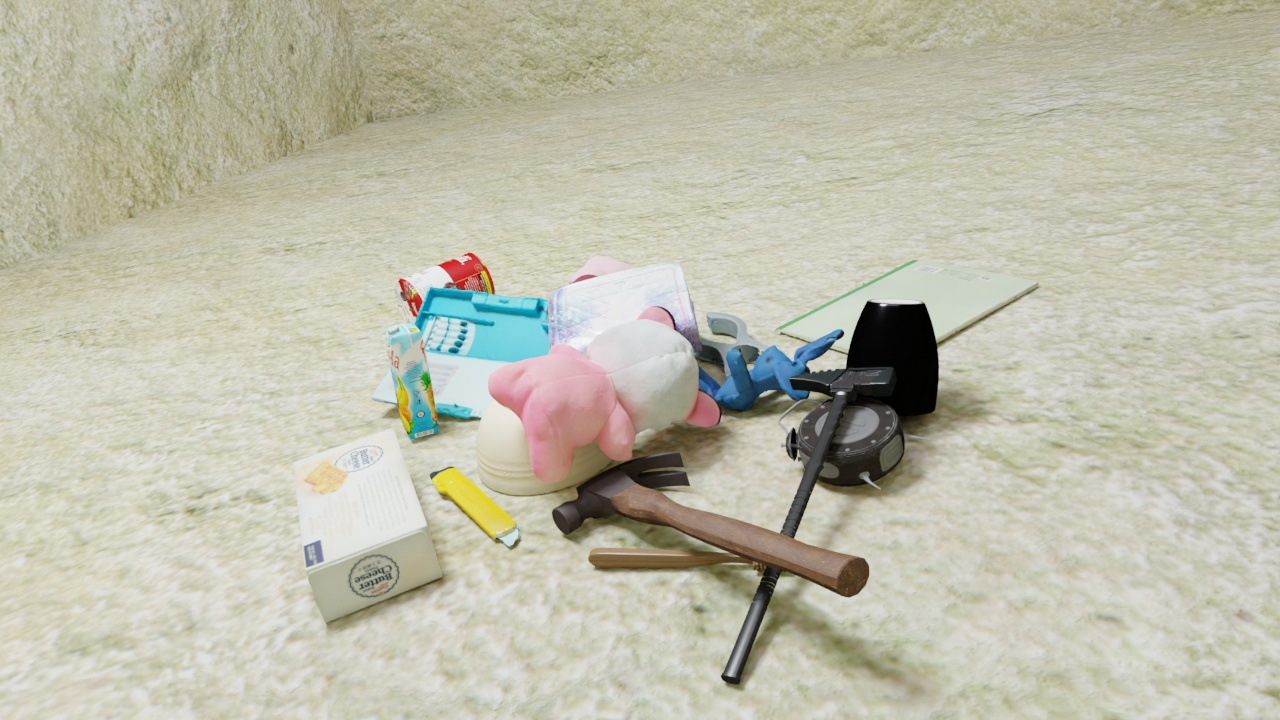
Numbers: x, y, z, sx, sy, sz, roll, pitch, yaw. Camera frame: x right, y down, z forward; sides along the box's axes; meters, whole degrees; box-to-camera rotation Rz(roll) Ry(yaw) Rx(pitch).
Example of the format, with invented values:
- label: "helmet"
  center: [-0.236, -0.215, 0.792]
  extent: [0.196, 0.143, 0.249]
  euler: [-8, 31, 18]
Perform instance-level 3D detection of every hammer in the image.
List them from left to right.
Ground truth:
- label: "hammer"
  center: [0.047, 0.125, 0.706]
  extent: [0.115, 0.033, 0.324]
  euler: [-26, 17, -28]
- label: "hammer"
  center: [0.119, 0.112, 0.723]
  extent: [0.095, 0.015, 0.323]
  euler: [-2, 37, 33]

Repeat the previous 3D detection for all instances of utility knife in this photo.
- label: "utility knife"
  center: [-0.157, 0.135, 0.864]
  extent: [0.030, 0.017, 0.163]
  euler: [-30, 30, -25]

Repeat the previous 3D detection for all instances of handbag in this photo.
- label: "handbag"
  center: [-0.018, -0.036, 0.992]
  extent: [0.158, 0.069, 0.126]
  euler: [-12, 37, 4]

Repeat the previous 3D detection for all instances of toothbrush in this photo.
- label: "toothbrush"
  center: [0.037, 0.158, 0.729]
  extent: [0.167, 0.016, 0.016]
  euler: [-3, 33, 17]

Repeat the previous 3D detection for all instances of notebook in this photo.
- label: "notebook"
  center: [0.311, -0.063, 1.080]
  extent: [0.251, 0.010, 0.182]
  euler: [-26, 28, -28]

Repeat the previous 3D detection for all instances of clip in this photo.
- label: "clip"
  center: [0.085, -0.012, 1.054]
  extent: [0.107, 0.028, 0.163]
  euler: [-21, 26, -16]

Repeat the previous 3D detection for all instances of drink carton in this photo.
- label: "drink carton"
  center: [-0.252, 0.022, 1.013]
  extent: [0.038, 0.129, 0.044]
  euler: [-14, 24, -21]

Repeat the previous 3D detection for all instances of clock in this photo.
- label: "clock"
  center: [0.181, 0.072, 0.809]
  extent: [0.091, 0.044, 0.123]
  euler: [-36, 33, -29]

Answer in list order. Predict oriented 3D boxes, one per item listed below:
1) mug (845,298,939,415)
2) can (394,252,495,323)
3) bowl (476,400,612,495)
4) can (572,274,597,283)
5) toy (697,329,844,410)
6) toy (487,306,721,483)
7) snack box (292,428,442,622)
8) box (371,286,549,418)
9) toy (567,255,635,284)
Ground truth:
- label: "mug"
  center: [0.247, -0.008, 0.871]
  extent: [0.085, 0.100, 0.118]
  euler: [8, 12, 38]
- label: "can"
  center: [-0.282, -0.096, 1.325]
  extent: [0.116, 0.087, 0.087]
  euler: [-28, 29, -31]
- label: "bowl"
  center: [-0.099, 0.062, 0.923]
  extent: [0.151, 0.075, 0.150]
  euler: [-9, 25, 4]
- label: "can"
  center: [-0.081, -0.064, 1.194]
  extent: [0.063, 0.063, 0.113]
  euler: [-1, 27, 22]
- label: "toy"
  center: [0.115, 0.016, 0.922]
  extent: [0.177, 0.071, 0.112]
  euler: [-10, 12, 25]
- label: "toy"
  center: [-0.027, 0.026, 0.857]
  extent: [0.212, 0.084, 0.142]
  euler: [-15, 58, -34]
- label: "snack box"
  center: [-0.256, 0.143, 0.844]
  extent: [0.104, 0.057, 0.208]
  euler: [-19, 26, -16]
- label: "box"
  center: [-0.187, -0.001, 1.105]
  extent: [0.227, 0.056, 0.184]
  euler: [7, 58, 20]
- label: "toy"
  center: [-0.057, -0.118, 1.308]
  extent: [0.095, 0.053, 0.099]
  euler: [-23, 31, -38]
